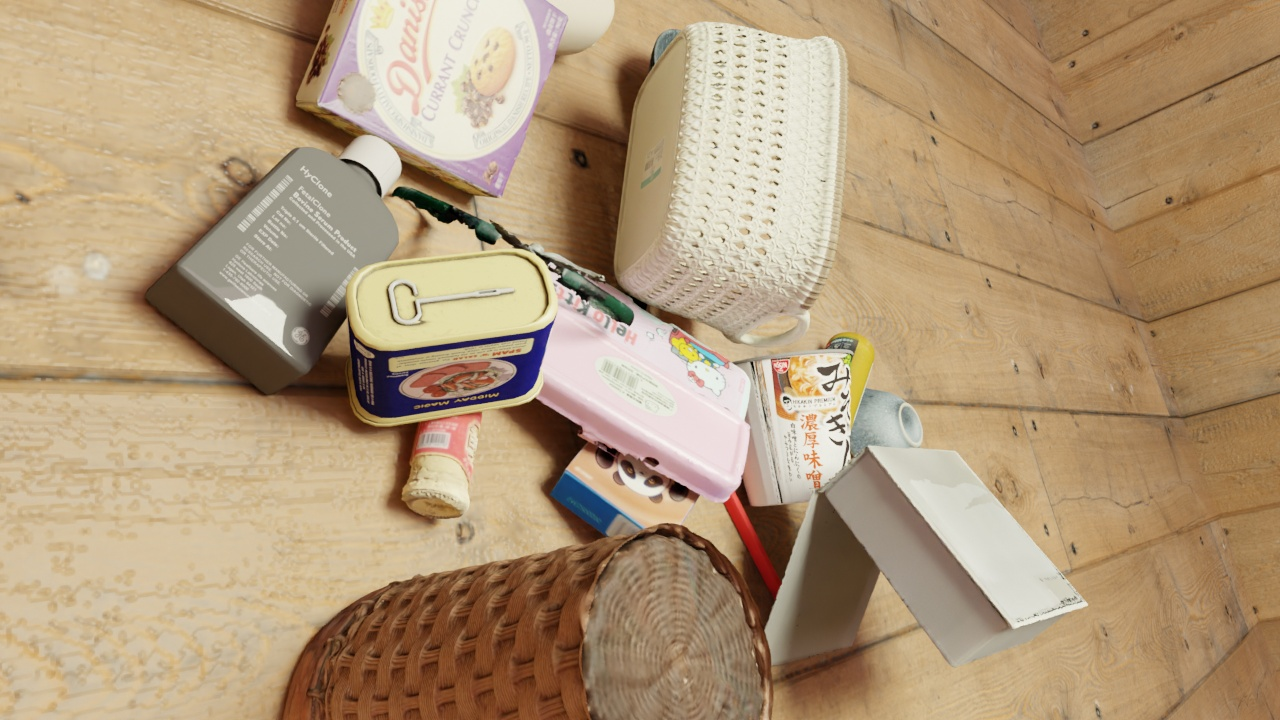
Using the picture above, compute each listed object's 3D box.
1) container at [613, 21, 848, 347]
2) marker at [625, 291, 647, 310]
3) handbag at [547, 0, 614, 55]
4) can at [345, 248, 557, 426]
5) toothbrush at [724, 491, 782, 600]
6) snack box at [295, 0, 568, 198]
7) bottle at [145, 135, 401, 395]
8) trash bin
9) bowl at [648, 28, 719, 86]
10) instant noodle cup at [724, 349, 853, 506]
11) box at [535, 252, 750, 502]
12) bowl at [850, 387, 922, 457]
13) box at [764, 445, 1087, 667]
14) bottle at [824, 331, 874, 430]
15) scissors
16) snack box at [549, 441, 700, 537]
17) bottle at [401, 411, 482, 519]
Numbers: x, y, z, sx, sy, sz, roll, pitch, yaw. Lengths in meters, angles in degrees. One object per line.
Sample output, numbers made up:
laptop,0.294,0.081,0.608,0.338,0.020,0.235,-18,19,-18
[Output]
container,0.071,-0.145,0.737,0.142,0.185,0.245,12,72,-18
marker,0.002,-0.094,0.801,0.022,0.016,0.138,22,53,-23
handbag,-0.113,-0.355,0.732,0.210,0.104,0.208,-17,89,-50
can,-0.108,-0.013,0.521,0.116,0.092,0.056,-9,64,-19
toothbrush,0.085,0.142,0.777,0.017,0.012,0.212,-33,97,-52
snack box,-0.137,-0.205,0.624,0.148,0.041,0.143,22,86,-41
bottle,-0.193,-0.072,0.535,0.084,0.046,0.173,45,43,-24
trash bin,-0.053,0.167,0.443,0.151,0.211,0.151,24,55,-40
bowl,0.040,-0.244,0.888,0.137,0.057,0.136,26,53,-40
instant noodle cup,0.130,0.061,0.797,0.123,0.124,0.121,2,79,-49
box,-0.004,0.004,0.673,0.201,0.038,0.152,31,43,-11
bowl,0.268,0.076,0.992,0.110,0.055,0.110,24,55,-40
box,0.135,0.200,0.806,0.167,0.423,0.173,9,62,-47
bottle,0.192,0.042,0.921,0.053,0.053,0.185,52,41,-17
scissors,-0.064,-0.061,0.598,0.202,0.202,0.015,32,87,-46
snack box,0.009,0.073,0.679,0.087,0.034,0.150,36,39,5
bottle,-0.119,0.042,0.568,0.044,0.044,0.109,30,51,-37
